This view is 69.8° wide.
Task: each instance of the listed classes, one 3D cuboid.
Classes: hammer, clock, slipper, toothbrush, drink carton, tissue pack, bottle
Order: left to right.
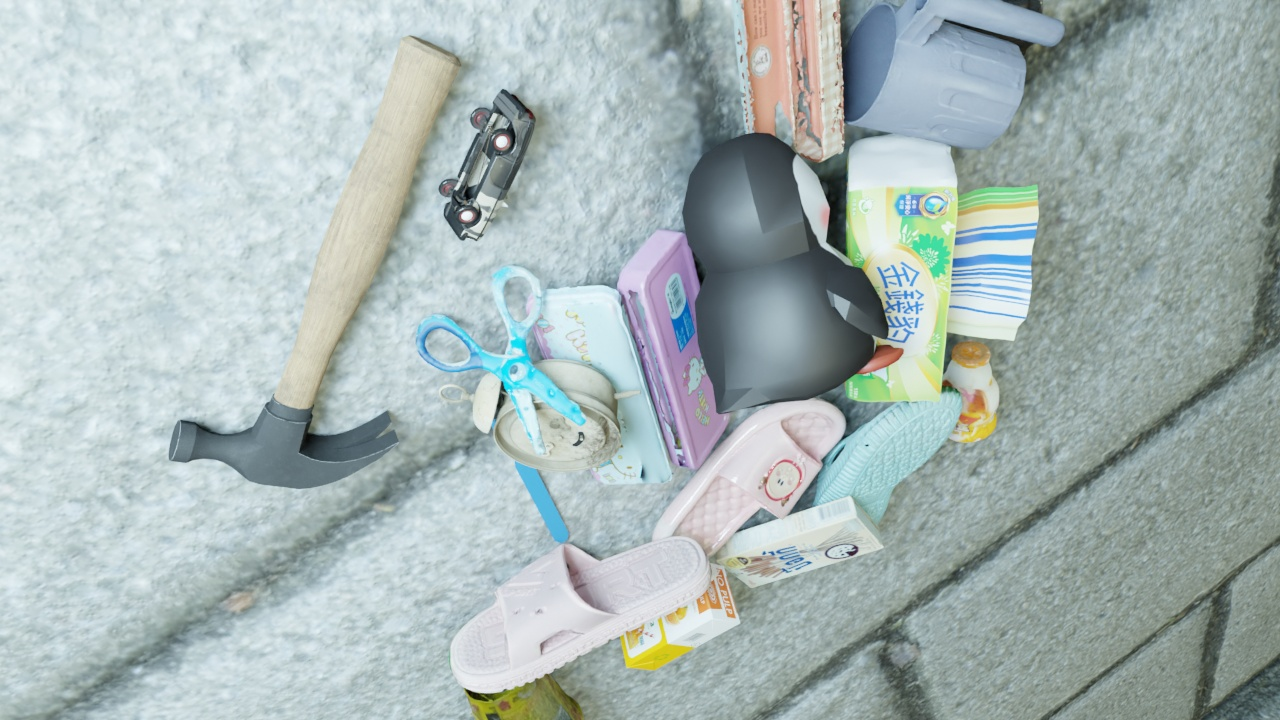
[{"bbox_3d":[-0.183,-0.051,0.579,0.132,0.040,0.306,15,112,-34],"label":"hammer"},{"bbox_3d":[-0.078,0.034,0.677,0.140,0.054,0.093,13,140,-13],"label":"clock"},{"bbox_3d":[-0.087,0.104,0.762,0.016,0.014,0.167,-29,133,-11],"label":"toothbrush"},{"bbox_3d":[-0.056,0.201,0.793,0.239,0.094,0.064,-21,119,-9],"label":"slipper"},{"bbox_3d":[0.036,0.244,0.878,0.040,0.058,0.123,22,131,-41],"label":"drink carton"},{"bbox_3d":[0.101,0.117,0.859,0.221,0.055,0.107,-43,132,4],"label":"slipper"},{"bbox_3d":[0.223,0.106,0.920,0.115,0.069,0.277,-15,144,-24],"label":"slipper"},{"bbox_3d":[0.234,-0.072,0.722,0.141,0.120,0.198,1,130,13],"label":"tissue pack"},{"bbox_3d":[0.332,0.032,0.932,0.063,0.063,0.109,-25,132,-14],"label":"bottle"}]

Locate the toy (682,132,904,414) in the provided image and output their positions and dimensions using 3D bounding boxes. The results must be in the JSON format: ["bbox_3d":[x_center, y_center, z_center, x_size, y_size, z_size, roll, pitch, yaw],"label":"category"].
[{"bbox_3d":[0.084,-0.065,0.650,0.139,0.159,0.184,-26,105,-32],"label":"toy"}]

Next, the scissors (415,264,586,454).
[{"bbox_3d":[-0.098,0.008,0.629,0.113,0.140,0.013,-18,173,-3],"label":"scissors"}]

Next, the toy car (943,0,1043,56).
[{"bbox_3d":[0.249,-0.249,0.700,0.113,0.040,0.048,-16,131,1],"label":"toy car"}]

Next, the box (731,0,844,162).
[{"bbox_3d":[0.100,-0.219,0.617,0.076,0.054,0.187,-5,130,11],"label":"box"}]

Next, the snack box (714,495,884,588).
[{"bbox_3d":[0.157,0.184,0.917,0.150,0.026,0.082,-22,139,21],"label":"snack box"}]

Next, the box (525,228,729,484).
[{"bbox_3d":[0.002,0.012,0.722,0.140,0.062,0.214,-26,132,-9],"label":"box"}]

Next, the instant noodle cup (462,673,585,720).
[{"bbox_3d":[-0.115,0.320,0.853,0.102,0.102,0.108,-27,123,-12],"label":"instant noodle cup"}]

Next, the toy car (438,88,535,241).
[{"bbox_3d":[-0.094,-0.121,0.575,0.037,0.040,0.092,12,118,-40],"label":"toy car"}]

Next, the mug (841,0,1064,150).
[{"bbox_3d":[0.211,-0.206,0.635,0.104,0.083,0.124,10,158,-14],"label":"mug"}]
